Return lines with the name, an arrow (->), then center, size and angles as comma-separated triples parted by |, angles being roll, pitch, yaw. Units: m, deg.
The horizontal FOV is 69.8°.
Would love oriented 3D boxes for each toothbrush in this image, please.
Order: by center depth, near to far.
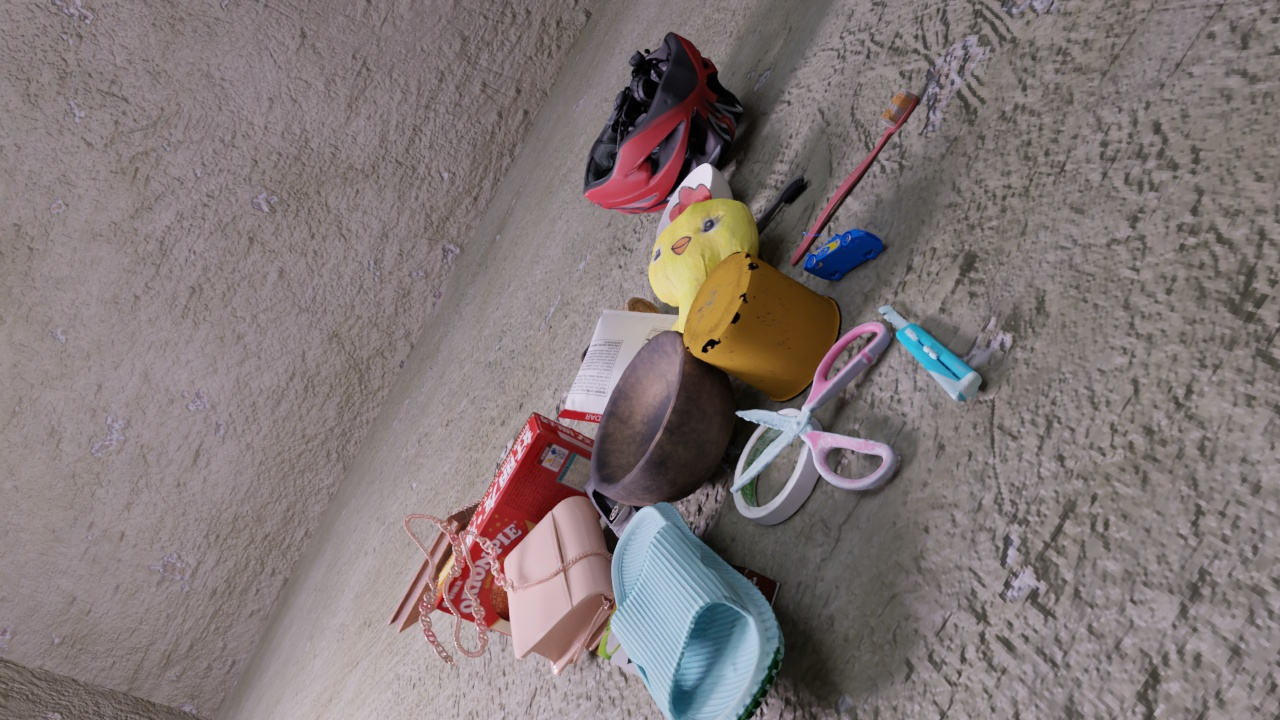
toothbrush -> 0.188, -0.162, 0.834 | 0.185, 0.015, 0.015 | -57, 28, 21
toothbrush -> 0.118, -0.135, 0.972 | 0.168, 0.012, 0.013 | -45, 35, 40

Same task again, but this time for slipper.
slipper -> 0.016, 0.174, 0.668 | 0.116, 0.069, 0.276 | -64, 20, 6

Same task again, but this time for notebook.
notebook -> -0.213, 0.231, 1.137 | 0.169, 0.022, 0.210 | -59, -13, 14

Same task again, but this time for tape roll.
tape roll -> 0.108, 0.083, 0.721 | 0.094, 0.018, 0.093 | -51, 23, 31

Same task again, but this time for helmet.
helmet -> 0.017, -0.289, 1.179 | 0.273, 0.167, 0.217 | -13, 53, 64

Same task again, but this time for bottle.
bottle -> -0.021, -0.023, 1.105 | 0.105, 0.056, 0.056 | -47, 26, 37

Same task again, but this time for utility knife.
utility knife -> 0.193, -0.009, 0.634 | 0.022, 0.015, 0.148 | -42, 23, 9

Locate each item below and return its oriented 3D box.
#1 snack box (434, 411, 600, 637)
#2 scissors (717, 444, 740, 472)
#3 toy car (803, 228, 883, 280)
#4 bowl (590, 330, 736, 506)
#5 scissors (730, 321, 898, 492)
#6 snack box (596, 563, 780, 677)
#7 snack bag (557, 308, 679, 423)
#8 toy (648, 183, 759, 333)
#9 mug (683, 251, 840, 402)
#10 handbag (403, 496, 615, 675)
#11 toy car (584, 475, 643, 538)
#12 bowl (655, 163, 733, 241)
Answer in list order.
snack box -> -0.124, 0.186, 1.016 | 0.236, 0.113, 0.060 | -60, 21, 9
scissors -> 0.051, 0.086, 0.861 | 0.121, 0.014, 0.159 | -53, 20, 23
toy car -> 0.167, -0.105, 0.782 | 0.092, 0.033, 0.061 | -34, 42, 53
bowl -> 0.024, 0.059, 0.832 | 0.163, 0.070, 0.162 | -52, 23, 32
scissors -> 0.133, 0.047, 0.672 | 0.170, 0.013, 0.175 | -45, 32, 8
snack box -> 0.031, 0.208, 0.731 | 0.186, 0.031, 0.101 | -12, 54, 64
snack bag -> -0.005, 0.006, 0.967 | 0.131, 0.039, 0.143 | 6, 58, 24
toy -> 0.069, -0.079, 0.919 | 0.134, 0.092, 0.207 | -27, 49, 40
mug -> 0.098, -0.037, 0.781 | 0.101, 0.094, 0.123 | -50, 24, 32
handbag -> -0.115, 0.195, 0.876 | 0.117, 0.187, 0.198 | -51, 26, 14
toy car -> -0.022, 0.141, 0.896 | 0.092, 0.037, 0.040 | 49, 113, 33
bowl -> 0.070, -0.166, 1.068 | 0.115, 0.050, 0.114 | -50, 24, 32
